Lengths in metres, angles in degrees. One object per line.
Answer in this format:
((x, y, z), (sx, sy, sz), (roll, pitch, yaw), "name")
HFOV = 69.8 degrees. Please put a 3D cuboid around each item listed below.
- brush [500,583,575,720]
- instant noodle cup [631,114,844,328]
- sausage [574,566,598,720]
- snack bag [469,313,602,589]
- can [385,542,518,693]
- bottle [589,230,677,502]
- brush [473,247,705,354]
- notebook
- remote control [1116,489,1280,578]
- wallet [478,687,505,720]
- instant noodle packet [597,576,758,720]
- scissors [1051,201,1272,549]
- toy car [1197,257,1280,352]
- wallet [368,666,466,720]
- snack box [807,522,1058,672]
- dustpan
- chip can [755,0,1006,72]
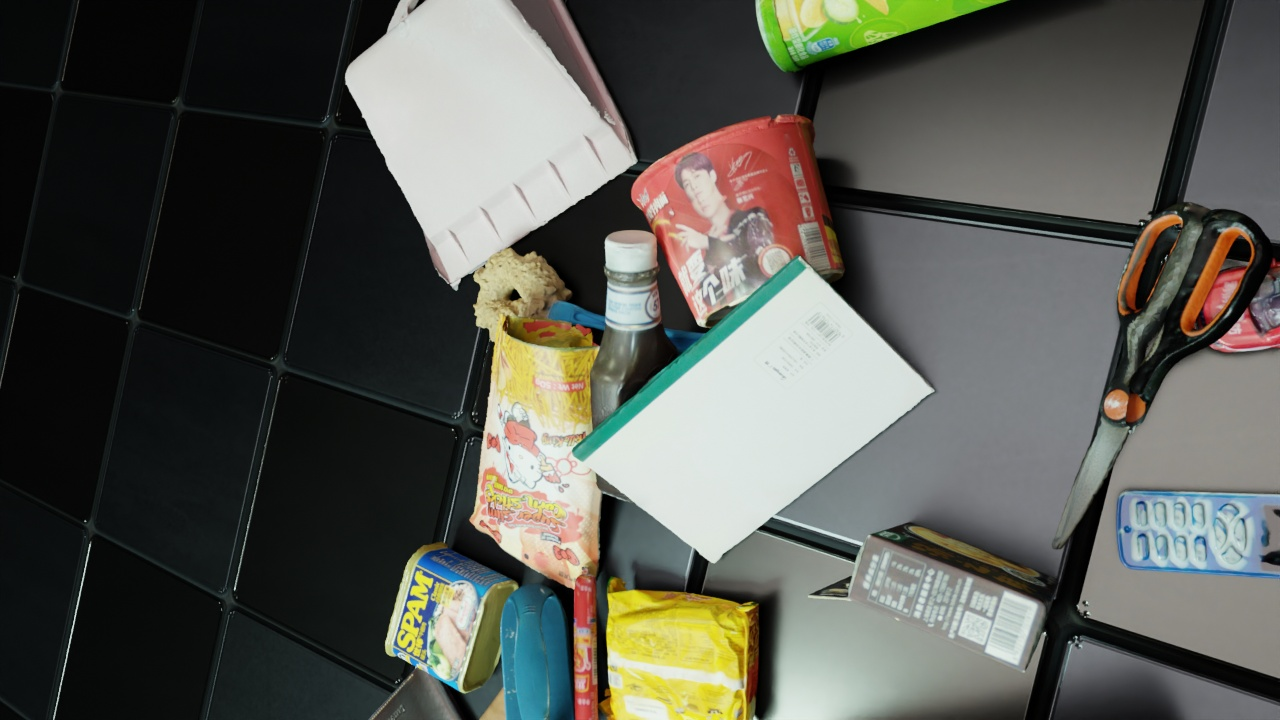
((-0.080, 0.246, 0.713), (0.055, 0.073, 0.143), (-7, 70, 0), "brush")
((0.073, -0.091, 0.644), (0.138, 0.137, 0.108), (-22, 82, 25), "instant noodle cup")
((-0.042, 0.238, 0.705), (0.020, 0.020, 0.155), (-11, 71, 27), "sausage")
((-0.080, 0.072, 0.734), (0.129, 0.073, 0.208), (19, 112, 27), "snack bag")
((-0.159, 0.218, 0.780), (0.083, 0.057, 0.102), (18, 95, 26), "can")
((-0.004, 0.004, 0.666), (0.044, 0.079, 0.195), (15, 119, 33), "bottle")
((-0.033, -0.033, 0.748), (0.255, 0.045, 0.083), (16, 89, 24), "brush")
((0.077, 0.042, 0.635), (0.209, 0.150, 0.012), (-41, 25, 19), "notebook")
((0.349, 0.101, 0.537), (0.125, 0.024, 0.049), (-2, 85, 29), "remote control")
((-0.089, 0.326, 0.745), (0.115, 0.020, 0.101), (36, 91, 22), "wallet")
((0.027, 0.225, 0.688), (0.129, 0.044, 0.110), (1, 88, 30), "instant noodle packet")
((0.304, 0.020, 0.547), (0.125, 0.021, 0.234), (4, 83, 66), "scissors")
((0.385, -0.036, 0.519), (0.121, 0.045, 0.053), (-11, 79, 29), "toy car")
((-0.184, 0.340, 0.805), (0.096, 0.020, 0.122), (-46, 65, 17), "wallet")
((0.185, 0.141, 0.570), (0.126, 0.113, 0.053), (20, 94, 27), "snack box")
((-0.136, -0.244, 0.834), (0.223, 0.138, 0.273), (-26, 102, 22), "dustpan")
((0.189, -0.262, 0.626), (0.222, 0.072, 0.072), (-10, 81, 27), "chip can")
